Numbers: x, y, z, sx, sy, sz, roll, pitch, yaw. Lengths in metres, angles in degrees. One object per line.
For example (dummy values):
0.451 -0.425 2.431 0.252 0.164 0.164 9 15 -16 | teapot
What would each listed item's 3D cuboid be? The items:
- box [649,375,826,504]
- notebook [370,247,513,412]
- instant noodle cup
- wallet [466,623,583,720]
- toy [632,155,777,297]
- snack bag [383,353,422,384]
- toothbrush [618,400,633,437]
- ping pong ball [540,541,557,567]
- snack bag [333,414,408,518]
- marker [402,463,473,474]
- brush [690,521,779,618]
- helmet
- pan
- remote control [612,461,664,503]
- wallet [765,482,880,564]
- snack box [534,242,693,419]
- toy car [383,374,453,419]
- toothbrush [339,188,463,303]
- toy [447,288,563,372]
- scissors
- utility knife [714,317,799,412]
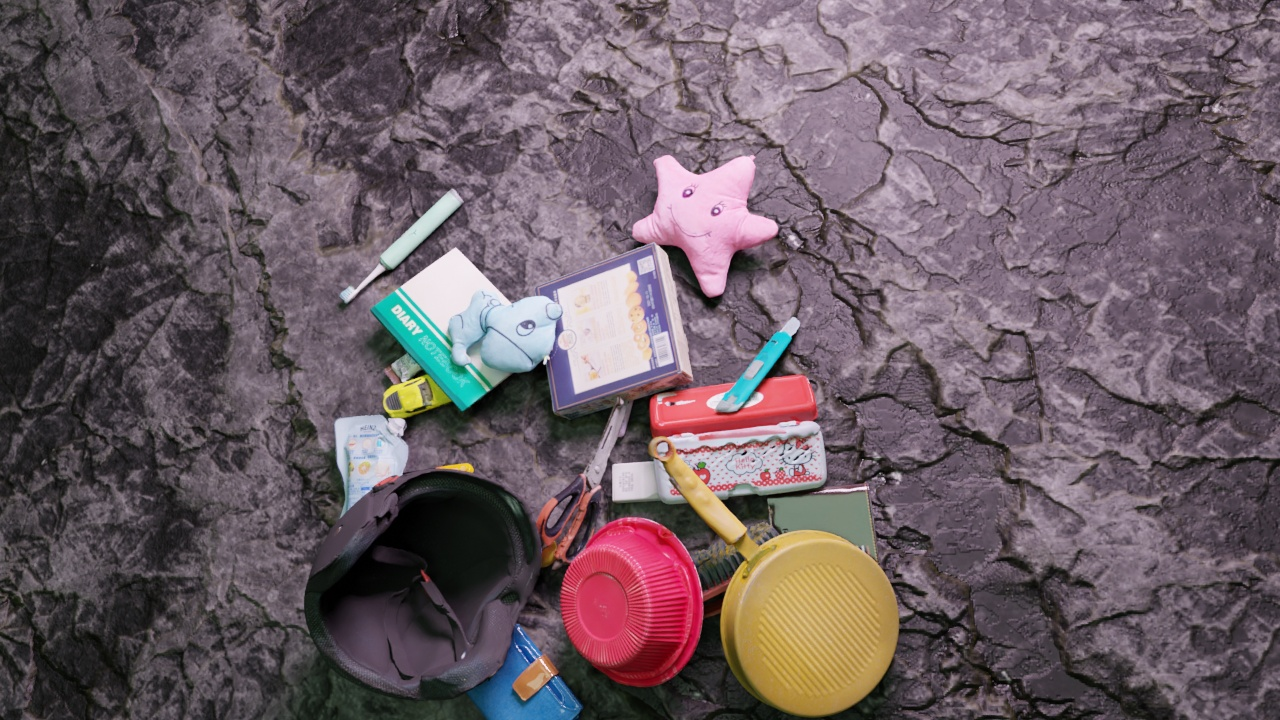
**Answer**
0.113 0.090 1.093 0.201 0.074 0.154 -7 63 3 | box
-0.246 -0.046 1.240 0.150 0.012 0.209 -40 69 -17 | notebook
-0.024 0.276 1.040 0.194 0.065 0.193 -5 83 38 | instant noodle cup
-0.142 0.397 1.089 0.106 0.040 0.133 -45 70 2 | wallet
0.083 -0.198 1.189 0.194 0.074 0.179 43 101 18 | toy
-0.299 -0.005 1.252 0.104 0.026 0.048 -42 69 0 | snack bag
-0.007 0.007 1.182 0.021 0.029 0.189 18 77 -21 | toothbrush
-0.122 0.234 1.130 0.040 0.040 0.040 -4 73 12 | ping pong ball
-0.355 0.165 1.202 0.110 0.038 0.190 -8 76 26 | snack bag
-0.279 0.151 1.207 0.124 0.015 0.018 -9 66 13 | marker
0.109 0.243 1.059 0.146 0.063 0.069 -29 104 9 | brush
-0.250 0.245 1.060 0.274 0.230 0.233 -42 105 -13 | helmet
0.132 0.224 0.998 0.197 0.078 0.357 -40 98 -12 | pan
0.027 0.147 1.129 0.125 0.024 0.049 -6 71 13 | remote control
0.212 0.196 1.073 0.122 0.020 0.096 -8 72 14 | wallet
-0.037 -0.036 1.172 0.183 0.045 0.177 -18 69 20 | snack box
-0.291 0.045 1.222 0.105 0.032 0.048 -18 90 0 | toy car
-0.341 -0.160 1.310 0.224 0.026 0.027 -44 90 -2 | toothbrush
-0.174 -0.035 1.182 0.161 0.049 0.156 -43 66 9 | toy
-0.070 0.143 1.113 0.015 0.191 0.207 15 116 47 | scissors
0.146 0.004 1.115 0.029 0.013 0.179 21 54 30 | utility knife
